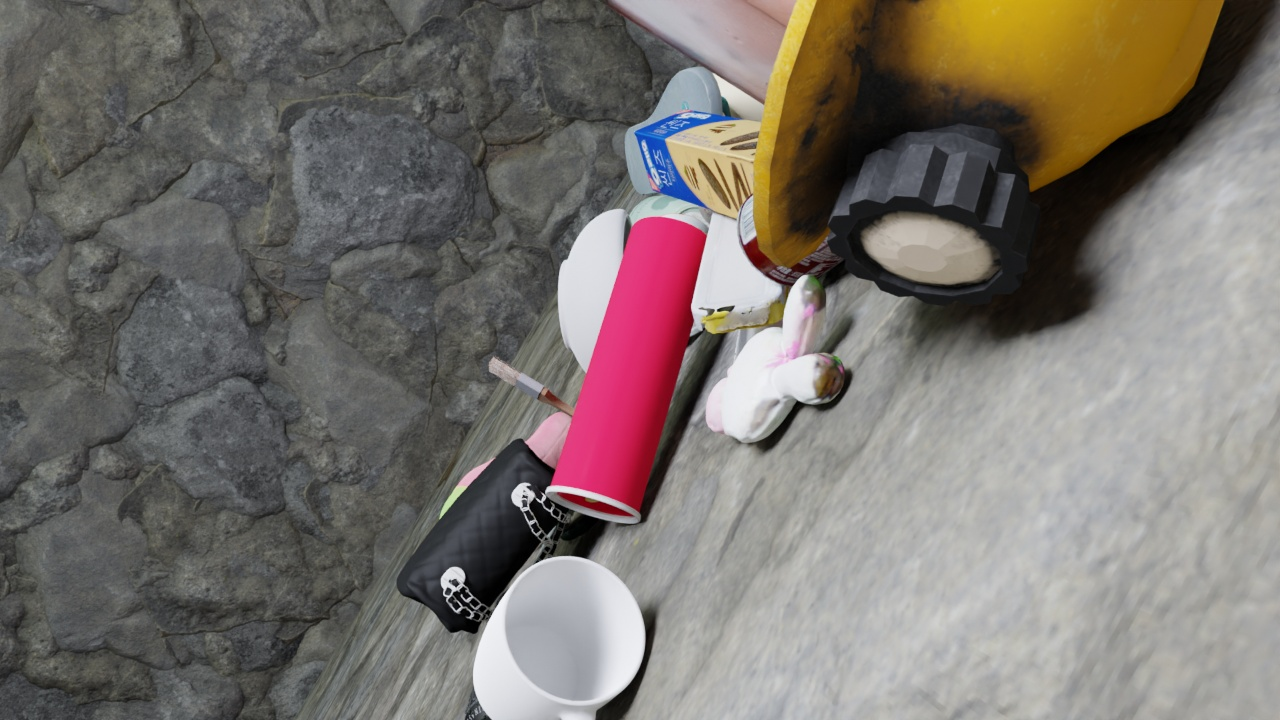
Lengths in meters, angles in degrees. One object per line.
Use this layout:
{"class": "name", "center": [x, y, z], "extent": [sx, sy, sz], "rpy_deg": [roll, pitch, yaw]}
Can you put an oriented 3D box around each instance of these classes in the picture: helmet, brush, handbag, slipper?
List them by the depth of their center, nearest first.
{"class": "helmet", "center": [0.145, -0.144, 0.346], "extent": [0.205, 0.131, 0.255], "rpy_deg": [68, -139, -64]}
{"class": "handbag", "center": [-0.104, 0.148, 0.709], "extent": [0.153, 0.114, 0.125], "rpy_deg": [-47, 1, -12]}
{"class": "brush", "center": [-0.055, 0.039, 0.719], "extent": [0.008, 0.143, 0.045], "rpy_deg": [-59, 2, -13]}
{"class": "slipper", "center": [0.043, -0.208, 0.886], "extent": [0.269, 0.054, 0.098], "rpy_deg": [177, 82, -74]}

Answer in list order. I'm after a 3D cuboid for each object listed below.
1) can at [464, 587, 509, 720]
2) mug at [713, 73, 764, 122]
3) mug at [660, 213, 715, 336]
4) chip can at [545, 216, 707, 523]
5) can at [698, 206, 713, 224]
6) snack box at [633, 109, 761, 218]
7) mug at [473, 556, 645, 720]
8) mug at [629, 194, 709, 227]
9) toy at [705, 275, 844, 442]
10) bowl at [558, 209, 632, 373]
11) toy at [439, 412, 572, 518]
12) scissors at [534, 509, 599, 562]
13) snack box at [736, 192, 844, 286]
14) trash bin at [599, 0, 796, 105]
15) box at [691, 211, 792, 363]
{"class": "can", "center": [-0.081, 0.205, 0.611], "extent": [0.054, 0.054, 0.137], "rpy_deg": [-55, 11, 18]}
{"class": "mug", "center": [0.119, -0.251, 0.901], "extent": [0.120, 0.096, 0.099], "rpy_deg": [-14, 35, 7]}
{"class": "mug", "center": [0.030, -0.076, 0.824], "extent": [0.082, 0.082, 0.105], "rpy_deg": [-53, 13, 26]}
{"class": "chip can", "center": [-0.004, 0.004, 0.679], "extent": [0.069, 0.069, 0.220], "rpy_deg": [-34, 37, 66]}
{"class": "can", "center": [0.098, -0.158, 0.816], "extent": [0.054, 0.054, 0.136], "rpy_deg": [-61, 10, -15]}
{"class": "snack box", "center": [0.066, -0.146, 0.687], "extent": [0.057, 0.056, 0.207], "rpy_deg": [-28, 28, -16]}
{"class": "mug", "center": [-0.047, 0.179, 0.510], "extent": [0.088, 0.080, 0.114], "rpy_deg": [124, 140, -48]}
{"class": "mug", "center": [0.051, -0.135, 0.930], "extent": [0.111, 0.084, 0.104], "rpy_deg": [-31, 15, -11]}
{"class": "toy", "center": [0.072, 0.009, 0.513], "extent": [0.123, 0.038, 0.079], "rpy_deg": [-43, 31, 54]}
{"class": "bowl", "center": [-0.040, -0.054, 0.877], "extent": [0.176, 0.066, 0.176], "rpy_deg": [-1, -92, -85]}
{"class": "toy", "center": [-0.138, 0.143, 0.973], "extent": [0.236, 0.097, 0.193], "rpy_deg": [-49, 0, -35]}
{"class": "scissors", "center": [-0.054, 0.117, 0.845], "extent": [0.204, 0.015, 0.201], "rpy_deg": [-40, 21, 56]}
{"class": "snack box", "center": [0.113, -0.095, 0.527], "extent": [0.072, 0.072, 0.122], "rpy_deg": [-63, 11, -23]}
{"class": "trash bin", "center": [0.095, -0.267, 0.584], "extent": [0.157, 0.259, 0.181], "rpy_deg": [-60, 11, -1]}
{"class": "box", "center": [0.085, -0.071, 0.660], "extent": [0.067, 0.070, 0.209], "rpy_deg": [-30, 24, 26]}
